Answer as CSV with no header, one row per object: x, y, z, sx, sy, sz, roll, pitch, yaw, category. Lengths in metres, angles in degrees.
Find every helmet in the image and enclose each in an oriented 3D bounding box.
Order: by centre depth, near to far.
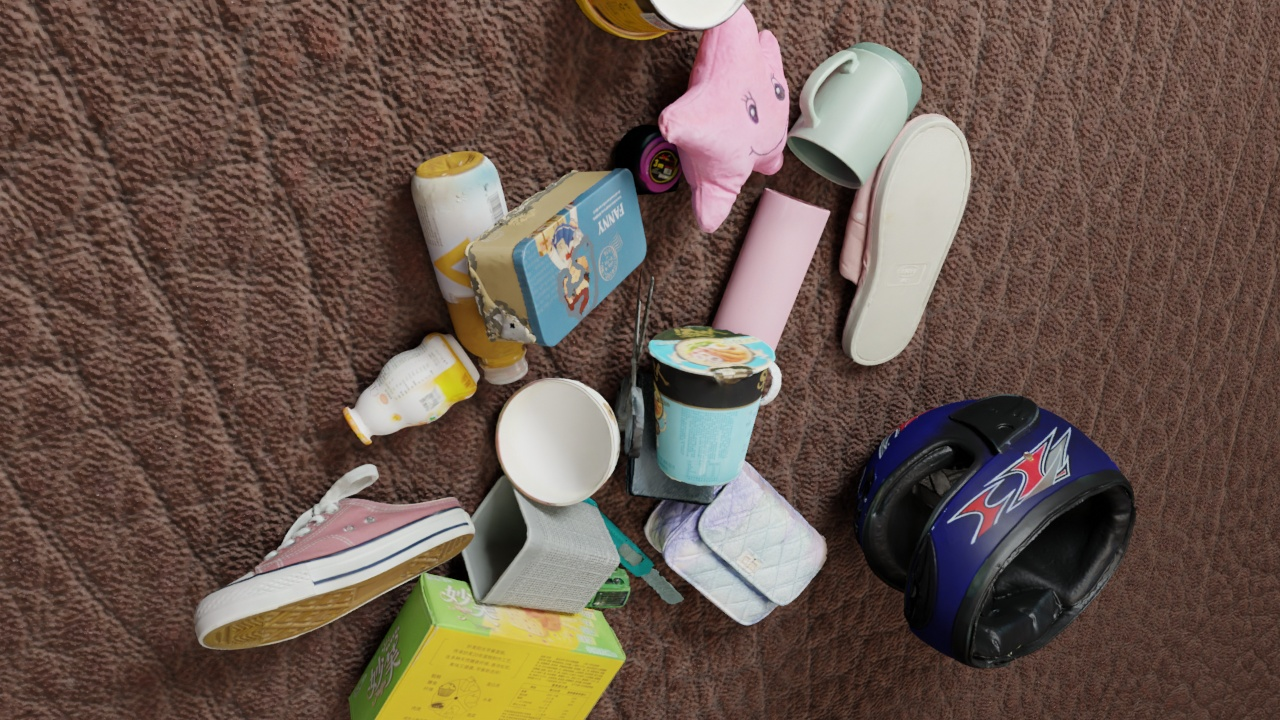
0.350,0.167,0.983,0.314,0.240,0.248,-16,119,-33,helmet

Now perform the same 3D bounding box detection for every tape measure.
0.007,-0.171,0.780,0.057,0.039,0.058,-14,125,-32,tape measure

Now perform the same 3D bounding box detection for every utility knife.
-0.014,0.199,0.954,0.029,0.013,0.216,-40,124,1,utility knife

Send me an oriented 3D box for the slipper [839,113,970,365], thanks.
0.254,-0.117,0.921,0.114,0.054,0.275,-11,128,-19,slipper

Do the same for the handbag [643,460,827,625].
0.106,0.193,0.976,0.134,0.075,0.194,-47,125,-1,handbag

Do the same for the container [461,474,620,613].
-0.091,0.176,0.854,0.114,0.090,0.090,23,113,-36,container

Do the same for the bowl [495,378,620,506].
-0.067,0.069,0.827,0.113,0.113,0.062,-69,165,14,bowl

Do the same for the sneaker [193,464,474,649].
-0.257,0.159,0.767,0.240,0.088,0.119,-19,154,-41,sneaker

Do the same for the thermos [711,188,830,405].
0.119,-0.055,0.863,0.067,0.087,0.199,4,110,-50,thermos

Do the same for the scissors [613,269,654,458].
-0.006,0.006,0.819,0.014,0.159,0.182,4,136,-10,scissors

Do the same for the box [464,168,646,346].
-0.059,-0.088,0.728,0.183,0.060,0.090,-49,136,-44,box

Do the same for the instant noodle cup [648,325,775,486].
0.058,0.044,0.822,0.111,0.111,0.121,-6,115,-25,instant noodle cup

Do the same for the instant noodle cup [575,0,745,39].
0.018,-0.297,0.682,0.118,0.114,0.119,-11,117,-22,instant noodle cup

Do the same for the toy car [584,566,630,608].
-0.053,0.232,0.938,0.091,0.036,0.043,10,109,-26,toy car

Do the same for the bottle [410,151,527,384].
-0.129,-0.069,0.739,0.068,0.068,0.190,-21,121,-18,bottle

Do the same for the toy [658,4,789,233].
0.071,-0.207,0.749,0.194,0.075,0.179,-43,135,-44,toy

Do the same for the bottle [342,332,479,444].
-0.189,0.025,0.754,0.108,0.063,0.063,-34,123,-10,bottle

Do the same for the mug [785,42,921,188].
0.185,-0.227,0.815,0.111,0.082,0.106,31,93,-45,mug

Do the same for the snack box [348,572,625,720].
-0.142,0.297,0.858,0.210,0.070,0.158,23,106,-33,snack box

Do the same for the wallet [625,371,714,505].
0.033,0.076,0.887,0.097,0.019,0.120,11,75,-30,wallet
